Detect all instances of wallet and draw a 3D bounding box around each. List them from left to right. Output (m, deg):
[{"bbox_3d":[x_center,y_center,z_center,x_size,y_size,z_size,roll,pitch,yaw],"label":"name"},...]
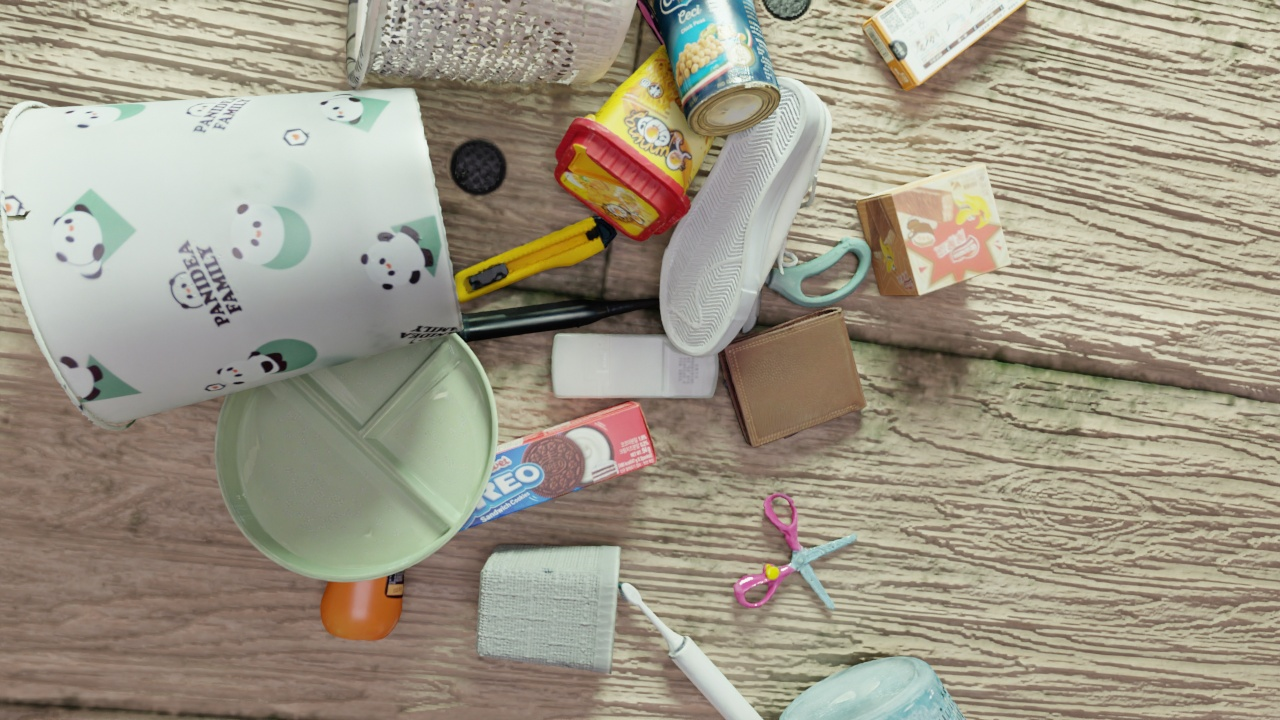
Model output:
[{"bbox_3d":[0.140,0.016,0.842,0.124,0.032,0.101,-19,100,-8],"label":"wallet"}]

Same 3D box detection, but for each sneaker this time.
[{"bbox_3d":[0.093,-0.117,0.785,0.089,0.090,0.242,31,109,27],"label":"sneaker"}]

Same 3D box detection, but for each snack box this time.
[{"bbox_3d":[-0.093,0.093,0.792,0.207,0.058,0.057,-18,94,-8],"label":"snack box"},{"bbox_3d":[0.263,-0.116,0.828,0.092,0.077,0.094,-18,98,-9],"label":"snack box"},{"bbox_3d":[0.286,-0.324,0.842,0.153,0.026,0.075,-38,99,-6],"label":"snack box"}]

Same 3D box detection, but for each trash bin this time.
[{"bbox_3d":[-0.271,-0.087,0.663,0.251,0.230,0.229,-12,96,-11],"label":"trash bin"},{"bbox_3d":[-0.111,-0.302,0.694,0.192,0.228,0.227,6,93,-23],"label":"trash bin"},{"bbox_3d":[0.226,0.381,0.807,0.226,0.227,0.195,-24,85,-8],"label":"trash bin"}]

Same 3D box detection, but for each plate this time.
[{"bbox_3d":[-0.228,0.063,0.746,0.230,0.027,0.230,-1,75,3],"label":"plate"}]

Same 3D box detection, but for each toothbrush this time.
[{"bbox_3d":[-0.055,-0.040,0.804,0.212,0.026,0.027,-7,75,-10],"label":"toothbrush"},{"bbox_3d":[0.011,-0.300,0.803,0.017,0.014,0.189,-43,104,-35],"label":"toothbrush"},{"bbox_3d":[0.053,0.285,0.848,0.221,0.026,0.026,50,59,-10],"label":"toothbrush"}]

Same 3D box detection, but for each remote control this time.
[{"bbox_3d":[-0.005,0.005,0.819,0.150,0.021,0.058,1,94,-10],"label":"remote control"}]

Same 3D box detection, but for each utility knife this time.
[{"bbox_3d":[-0.127,-0.072,0.794,0.230,0.015,0.033,-24,96,-6],"label":"utility knife"}]

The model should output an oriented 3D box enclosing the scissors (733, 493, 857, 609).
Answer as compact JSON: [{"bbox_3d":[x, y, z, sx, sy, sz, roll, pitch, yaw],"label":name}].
[{"bbox_3d":[0.144,0.183,0.863,0.133,0.017,0.136,-20,96,-12],"label":"scissors"}]

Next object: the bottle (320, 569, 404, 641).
[{"bbox_3d":[-0.226,0.156,0.775,0.066,0.067,0.149,11,85,-11],"label":"bottle"}]

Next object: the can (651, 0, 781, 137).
[{"bbox_3d":[0.059,-0.237,0.704,0.075,0.075,0.111,-12,76,-9],"label":"can"}]

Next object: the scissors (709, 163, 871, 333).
[{"bbox_3d":[0.127,-0.115,0.835,0.174,0.019,0.170,-10,97,-8],"label":"scissors"}]

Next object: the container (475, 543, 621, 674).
[{"bbox_3d":[-0.077,0.207,0.784,0.114,0.090,0.090,4,93,0],"label":"container"}]

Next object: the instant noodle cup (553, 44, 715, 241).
[{"bbox_3d":[0.006,-0.183,0.767,0.116,0.116,0.123,36,76,-9],"label":"instant noodle cup"}]
